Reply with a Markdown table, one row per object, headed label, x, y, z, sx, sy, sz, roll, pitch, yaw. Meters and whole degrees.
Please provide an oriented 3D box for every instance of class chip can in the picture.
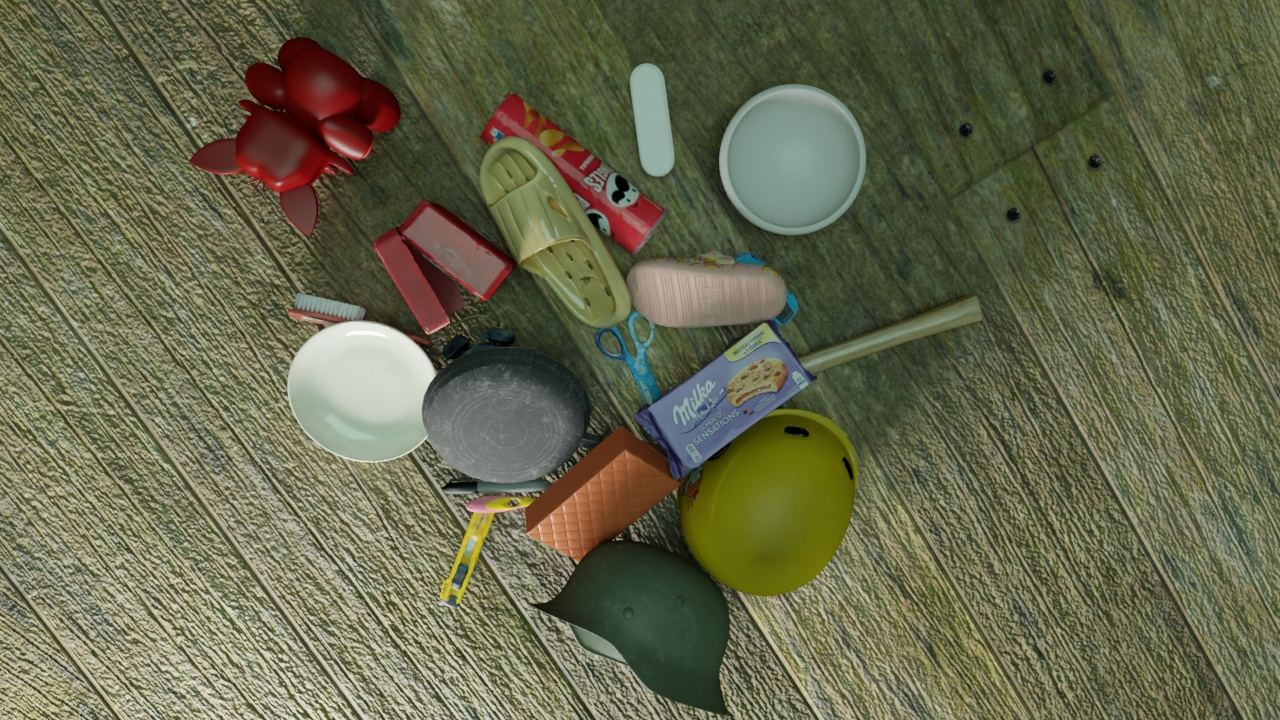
| label | x | y | z | sx | sy | sz | roll | pitch | yaw |
| --- | --- | --- | --- | --- | --- | --- | --- | --- | --- |
| chip can | -0.079 | -0.222 | 1.098 | 0.233 | 0.073 | 0.073 | 37 | 93 | -7 |

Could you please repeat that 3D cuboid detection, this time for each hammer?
| label | x | y | z | sx | sy | sz | roll | pitch | yaw |
| --- | --- | --- | --- | --- | --- | --- | --- | --- | --- |
| hammer | 0.274 | -0.016 | 1.159 | 0.323 | 0.051 | 0.117 | -19 | 98 | -2 |

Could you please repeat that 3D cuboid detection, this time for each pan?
| label | x | y | z | sx | sy | sz | roll | pitch | yaw |
| --- | --- | --- | --- | --- | --- | --- | --- | --- | --- |
| pan | -0.089 | 0.094 | 1.121 | 0.356 | 0.040 | 0.208 | 15 | 123 | -15 |

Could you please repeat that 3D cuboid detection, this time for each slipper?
| label | x | y | z | sx | sy | sz | roll | pitch | yaw |
| --- | --- | --- | --- | --- | --- | --- | --- | --- | --- |
| slipper | -0.110 | -0.133 | 1.081 | 0.112 | 0.079 | 0.261 | -21 | 113 | 39 |
| slipper | 0.083 | -0.092 | 1.125 | 0.197 | 0.081 | 0.093 | 5 | 127 | 14 |

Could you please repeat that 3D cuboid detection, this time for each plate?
| label | x | y | z | sx | sy | sz | roll | pitch | yaw |
| --- | --- | --- | --- | --- | --- | --- | --- | --- | --- |
| plate | -0.332 | 0.035 | 1.117 | 0.182 | 0.034 | 0.182 | -1 | 109 | -2 |

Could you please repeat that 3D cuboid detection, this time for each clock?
| label | x | y | z | sx | sy | sz | roll | pitch | yaw |
| --- | --- | --- | --- | --- | --- | --- | --- | --- | --- |
| clock | -0.191 | 0.007 | 1.129 | 0.090 | 0.052 | 0.129 | -15 | 93 | -2 |

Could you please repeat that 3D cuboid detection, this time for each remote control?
| label | x | y | z | sx | sy | sz | roll | pitch | yaw |
| --- | --- | --- | --- | --- | --- | --- | --- | --- | --- |
| remote control | 0.014 | -0.294 | 1.126 | 0.043 | 0.013 | 0.136 | -8 | 97 | -3 |

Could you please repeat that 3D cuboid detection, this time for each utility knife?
| label | x | y | z | sx | sy | sz | roll | pitch | yaw |
| --- | --- | --- | --- | --- | --- | --- | --- | --- | --- |
| utility knife | -0.221 | 0.246 | 1.173 | 0.030 | 0.017 | 0.155 | 20 | 92 | -15 |

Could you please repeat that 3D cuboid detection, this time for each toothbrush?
| label | x | y | z | sx | sy | sz | roll | pitch | yaw |
| --- | --- | --- | --- | --- | --- | --- | --- | --- | --- |
| toothbrush | -0.153 | 0.180 | 1.165 | 0.135 | 0.016 | 0.021 | -3 | 90 | -7 |

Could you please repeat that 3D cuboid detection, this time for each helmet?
| label | x | y | z | sx | sy | sz | roll | pitch | yaw |
| --- | --- | --- | --- | --- | --- | --- | --- | --- | --- |
| helmet | 0.157 | 0.184 | 1.105 | 0.209 | 0.139 | 0.240 | 35 | 112 | -8 |
| helmet | 0.005 | 0.303 | 1.112 | 0.267 | 0.227 | 0.153 | 26 | 76 | -19 |

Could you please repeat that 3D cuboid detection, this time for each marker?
| label | x | y | z | sx | sy | sz | roll | pitch | yaw |
| --- | --- | --- | --- | --- | --- | --- | --- | --- | --- |
| marker | -0.182 | 0.158 | 1.166 | 0.138 | 0.016 | 0.022 | -2 | 73 | -5 |

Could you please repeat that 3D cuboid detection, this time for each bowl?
| label | x | y | z | sx | sy | sz | roll | pitch | yaw |
| --- | --- | --- | --- | --- | --- | --- | --- | --- | --- |
| bowl | 0.180 | -0.241 | 1.117 | 0.176 | 0.066 | 0.176 | 0 | 97 | -4 |

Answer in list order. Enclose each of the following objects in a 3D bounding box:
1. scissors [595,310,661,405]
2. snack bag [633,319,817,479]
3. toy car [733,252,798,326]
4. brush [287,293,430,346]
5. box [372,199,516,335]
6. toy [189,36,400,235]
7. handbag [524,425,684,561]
| label | x | y | z | sx | sy | sz | roll | pitch | yaw |
| --- | --- | --- | --- | --- | --- | --- | --- | --- | --- |
| scissors | -0.008 | 0.010 | 1.163 | 0.083 | 0.015 | 0.140 | -17 | 99 | -4 |
| snack bag | 0.100 | 0.045 | 1.098 | 0.205 | 0.058 | 0.096 | -35 | 90 | 2 |
| toy car | 0.153 | -0.089 | 1.152 | 0.048 | 0.032 | 0.105 | -43 | 96 | 2 |
| brush | -0.339 | -0.049 | 1.119 | 0.172 | 0.041 | 0.030 | 13 | 80 | -8 |
| box | -0.218 | -0.120 | 1.058 | 0.122 | 0.157 | 0.136 | -34 | 100 | 3 |
| toy | -0.388 | -0.264 | 1.048 | 0.158 | 0.120 | 0.197 | 33 | 84 | -10 |
| handbag | -0.045 | 0.167 | 1.128 | 0.172 | 0.060 | 0.109 | -42 | 122 | 19 |
